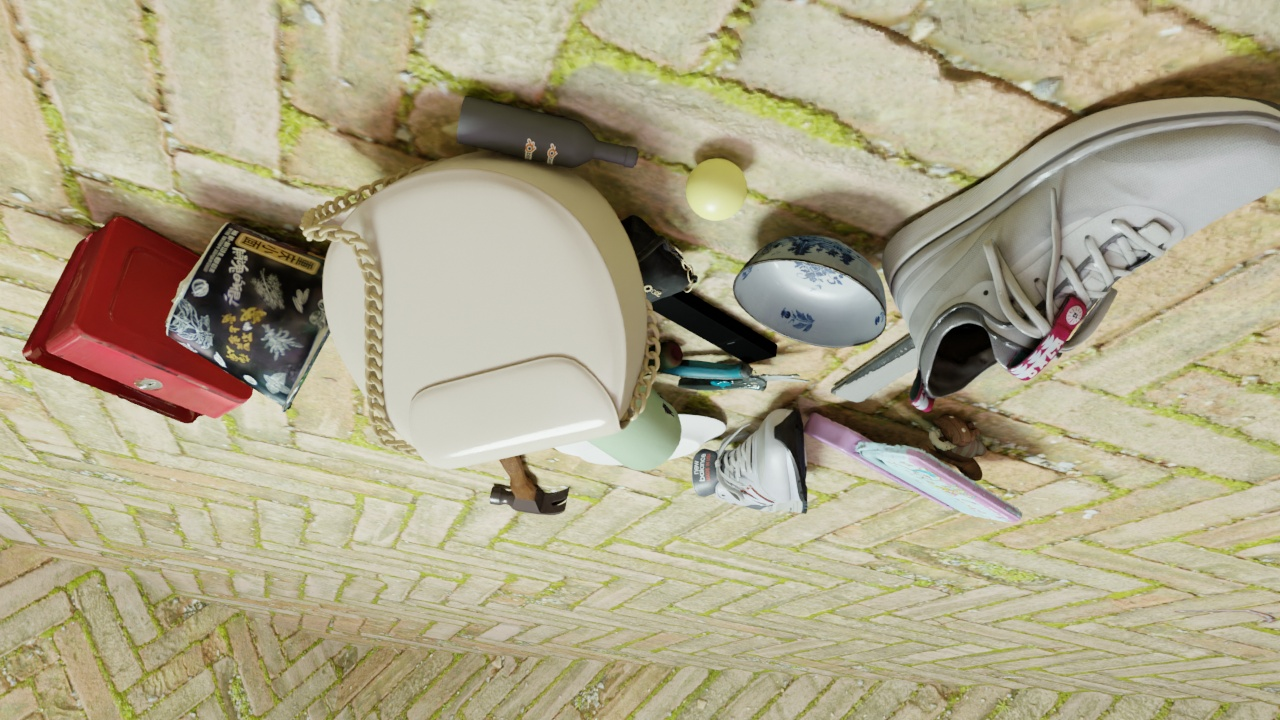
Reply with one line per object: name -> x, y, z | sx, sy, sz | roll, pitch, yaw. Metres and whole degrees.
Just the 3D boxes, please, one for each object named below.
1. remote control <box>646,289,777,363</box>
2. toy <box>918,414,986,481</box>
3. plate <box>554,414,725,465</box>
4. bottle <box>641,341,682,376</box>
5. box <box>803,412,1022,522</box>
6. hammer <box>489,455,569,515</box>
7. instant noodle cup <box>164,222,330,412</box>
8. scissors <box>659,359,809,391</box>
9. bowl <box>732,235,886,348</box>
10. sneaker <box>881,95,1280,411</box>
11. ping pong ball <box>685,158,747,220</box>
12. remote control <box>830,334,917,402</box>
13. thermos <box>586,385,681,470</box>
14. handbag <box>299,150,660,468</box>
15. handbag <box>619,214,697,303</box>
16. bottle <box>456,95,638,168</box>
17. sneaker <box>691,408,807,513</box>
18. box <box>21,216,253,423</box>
remote control -> 0.056, -0.033, 0.786 | 0.150, 0.013, 0.035 | 27, 152, -35
toy -> 0.320, 0.086, 0.925 | 0.101, 0.041, 0.055 | 19, 115, -42
plate -> 0.000, 0.092, 1.001 | 0.188, 0.016, 0.189 | -5, 162, -2
bottle -> -0.005, 0.005, 0.869 | 0.106, 0.025, 0.025 | -18, 144, 42
box -> 0.280, 0.114, 0.942 | 0.214, 0.035, 0.151 | 28, 172, -35
hammer -> -0.161, 0.137, 1.178 | 0.115, 0.033, 0.323 | 7, 154, 6
instant noodle cup -> -0.310, -0.042, 0.751 | 0.112, 0.137, 0.138 | 28, 149, -18
scissors -> 0.080, 0.015, 0.859 | 0.123, 0.019, 0.148 | 17, 163, -14
bowl -> 0.128, -0.058, 0.669 | 0.114, 0.045, 0.114 | 19, 157, 8
sneaker -> 0.257, -0.057, 0.554 | 0.096, 0.128, 0.264 | 23, 149, -29
ping pong ball -> 0.049, -0.111, 0.598 | 0.040, 0.040, 0.040 | 6, 154, 3
remote control -> 0.220, 0.008, 0.828 | 0.033, 0.013, 0.137 | 16, 155, -14
thermos -> -0.041, 0.033, 0.798 | 0.082, 0.082, 0.231 | -4, 159, 22
handbag -> -0.106, -0.031, 0.623 | 0.211, 0.103, 0.209 | -14, 109, 20
handbag -> -0.017, -0.061, 0.704 | 0.079, 0.054, 0.129 | 30, 145, -34
bottle -> -0.057, -0.140, 0.581 | 0.113, 0.030, 0.030 | 11, 154, -7
sneaker -> 0.117, 0.120, 0.999 | 0.124, 0.088, 0.240 | -2, 156, 13
box -> -0.414, -0.032, 0.792 | 0.111, 0.133, 0.157 | -15, 147, 40
